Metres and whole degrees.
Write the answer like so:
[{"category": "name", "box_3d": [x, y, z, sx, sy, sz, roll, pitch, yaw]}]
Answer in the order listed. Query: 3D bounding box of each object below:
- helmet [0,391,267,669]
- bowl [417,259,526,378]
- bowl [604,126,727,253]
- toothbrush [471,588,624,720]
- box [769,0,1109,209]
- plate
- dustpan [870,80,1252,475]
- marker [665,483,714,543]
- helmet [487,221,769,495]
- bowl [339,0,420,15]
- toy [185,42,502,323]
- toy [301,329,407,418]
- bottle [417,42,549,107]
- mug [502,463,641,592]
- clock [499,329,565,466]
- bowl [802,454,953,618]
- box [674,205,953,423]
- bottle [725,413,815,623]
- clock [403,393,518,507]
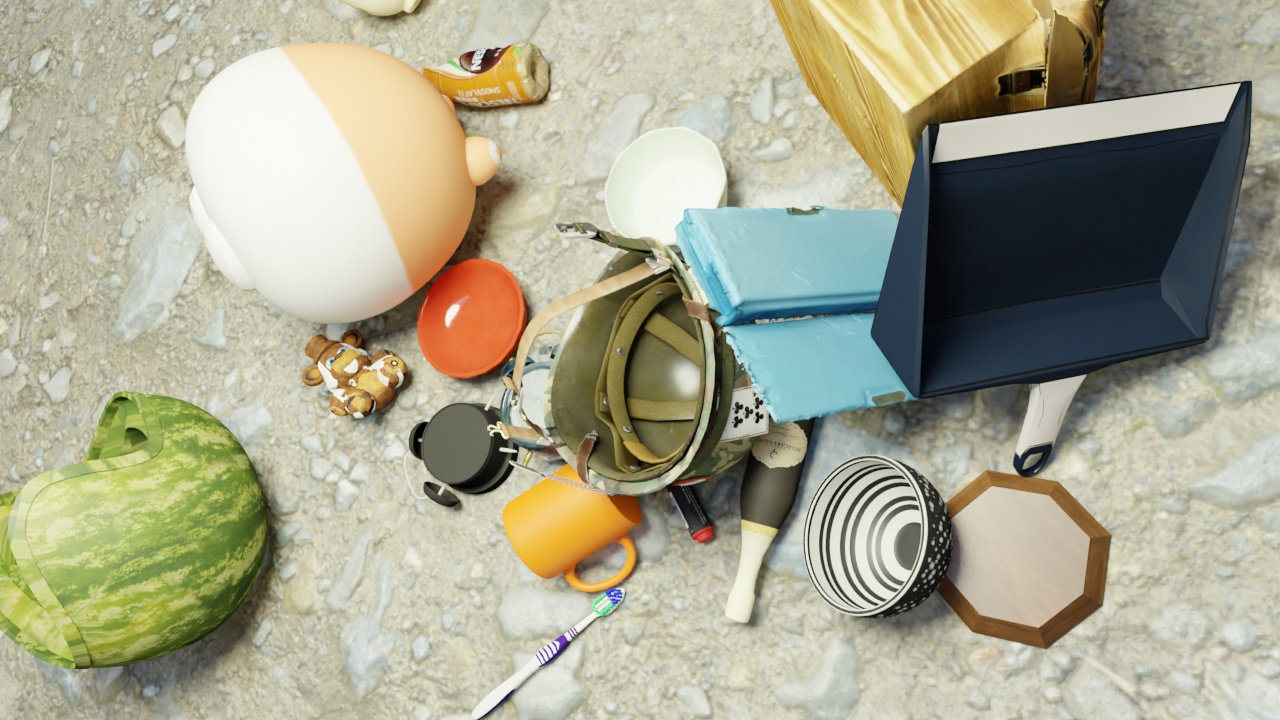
[{"category": "helmet", "box_3d": [-0.485, 0.165, 0.890, 0.214, 0.246, 0.243, -19, 110, 38]}, {"category": "bowl", "box_3d": [-0.162, -0.038, 0.916, 0.122, 0.035, 0.122, -6, 75, 22]}, {"category": "bowl", "box_3d": [0.031, -0.150, 0.849, 0.118, 0.061, 0.117, -6, 75, 21]}, {"category": "toothbrush", "box_3d": [-0.084, 0.263, 0.818, 0.187, 0.016, 0.015, -42, 65, 8]}, {"category": "box", "box_3d": [0.241, -0.244, 0.664, 0.221, 0.279, 0.258, -32, 67, 11]}, {"category": "plate", "box_3d": [0.281, 0.146, 0.687, 0.131, 0.025, 0.131, -6, 75, 22]}, {"category": "dustpan", "box_3d": [0.289, -0.036, 0.634, 0.236, 0.274, 0.080, -10, 45, -11]}, {"category": "marker", "box_3d": [0.024, 0.095, 0.812, 0.024, 0.021, 0.145, -48, 60, 39]}, {"category": "helmet", "box_3d": [-0.003, 0.005, 0.719, 0.193, 0.236, 0.224, -55, 24, 23]}, {"category": "bowl", "box_3d": [-0.281, -0.437, 1.041, 0.074, 0.118, 0.118, 34, 91, -16]}, {"category": "toy", "box_3d": [-0.286, -0.173, 0.890, 0.280, 0.266, 0.263, -28, 47, -17]}, {"category": "toy", "box_3d": [-0.299, 0.012, 0.946, 0.112, 0.067, 0.087, 36, 67, 14]}, {"category": "bottle", "box_3d": [-0.181, -0.299, 0.977, 0.167, 0.059, 0.059, 1, 77, 23]}, {"category": "mug", "box_3d": [-0.050, 0.149, 0.805, 0.096, 0.077, 0.112, -34, 90, 12]}, {"category": "clock", "box_3d": [-0.084, 0.033, 0.846, 0.090, 0.052, 0.129, -17, 65, 21]}, {"category": "bowl", "box_3d": [0.190, 0.137, 0.699, 0.120, 0.066, 0.120, -33, 48, 46]}, {"category": "box", "box_3d": [0.149, -0.042, 0.695, 0.034, 0.231, 0.174, -46, 61, 46]}, {"category": "bottle", "box_3d": [0.102, 0.124, 0.757, 0.045, 0.045, 0.184, 12, 82, 25]}, {"category": "clock", "box_3d": [-0.177, 0.089, 0.886, 0.121, 0.042, 0.091, -29, 67, 14]}]
